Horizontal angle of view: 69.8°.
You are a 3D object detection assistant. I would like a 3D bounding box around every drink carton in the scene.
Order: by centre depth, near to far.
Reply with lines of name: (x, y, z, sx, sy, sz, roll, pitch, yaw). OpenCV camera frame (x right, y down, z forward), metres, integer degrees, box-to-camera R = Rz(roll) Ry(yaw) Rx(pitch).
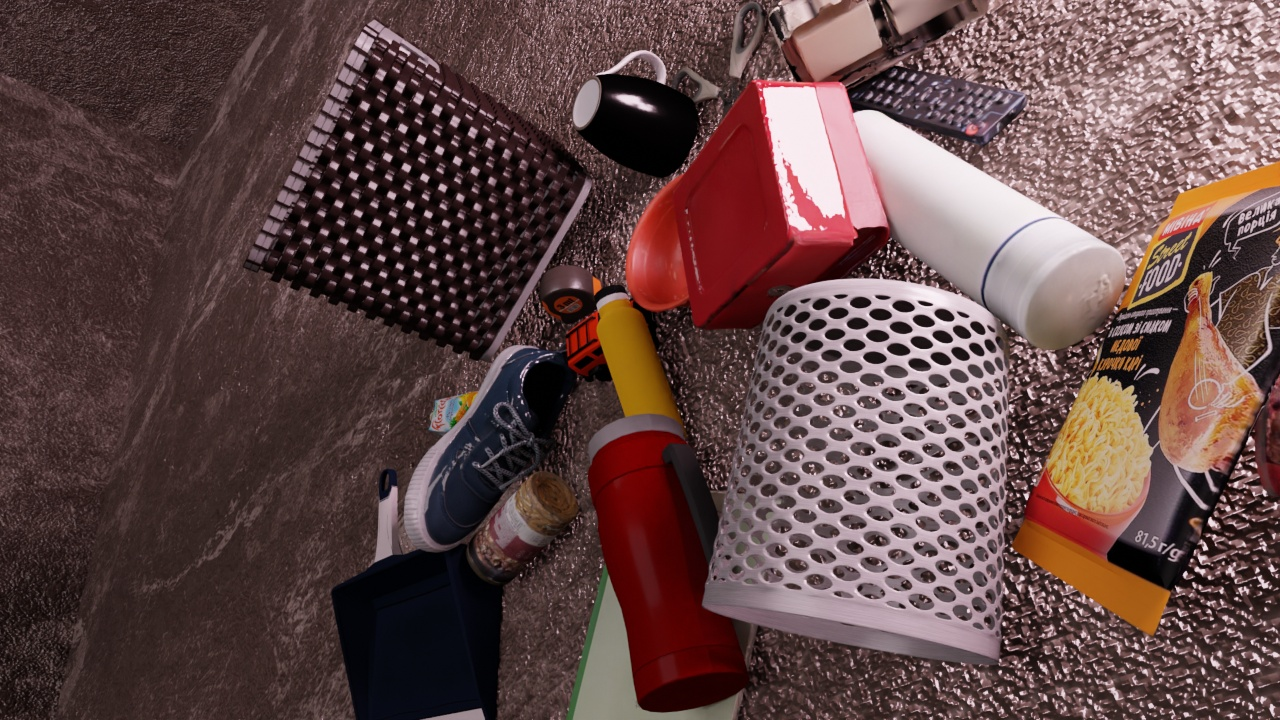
drink carton: (-0.185, 0.059, 1.001, 0.129, 0.038, 0.044, -12, 63, 48)

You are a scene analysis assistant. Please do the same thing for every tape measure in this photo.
tape measure: (-0.072, -0.069, 0.912, 0.058, 0.058, 0.038, -30, 50, 35)

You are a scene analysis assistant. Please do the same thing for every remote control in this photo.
remote control: (0.203, -0.184, 0.659, 0.047, 0.022, 0.150, -42, 39, -6)

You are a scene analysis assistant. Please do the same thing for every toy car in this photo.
toy car: (-0.028, -0.021, 0.840, 0.100, 0.048, 0.051, -34, 48, 36)

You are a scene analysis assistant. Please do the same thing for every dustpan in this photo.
dustpan: (-0.242, 0.248, 0.940, 0.237, 0.080, 0.272, -28, 52, 40)

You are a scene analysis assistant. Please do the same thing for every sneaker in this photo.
sneaker: (-0.130, 0.079, 0.864, 0.088, 0.089, 0.235, 2, 55, 45)

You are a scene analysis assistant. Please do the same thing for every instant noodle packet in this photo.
instant noodle packet: (0.252, 0.008, 0.439, 0.160, 0.032, 0.221, -17, -49, -87)

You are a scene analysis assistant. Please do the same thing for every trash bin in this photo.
trash bin: (0.128, 0.064, 0.524, 0.157, 0.156, 0.183, -9, 63, 48)

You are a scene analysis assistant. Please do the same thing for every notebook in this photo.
notebook: (0.015, 0.219, 0.700, 0.182, 0.010, 0.252, 0, 72, 50)

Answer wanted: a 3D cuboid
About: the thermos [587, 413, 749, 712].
thermos: (0.021, 0.133, 0.652, 0.108, 0.083, 0.198, -55, 38, 43)

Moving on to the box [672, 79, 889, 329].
box: (0.091, -0.105, 0.646, 0.158, 0.087, 0.128, 129, 136, -64)

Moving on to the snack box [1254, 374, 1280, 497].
snack box: (0.325, 0.030, 0.365, 0.121, 0.072, 0.072, 7, 78, 51)

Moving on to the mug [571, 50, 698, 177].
mug: (-0.009, -0.244, 0.874, 0.085, 0.100, 0.118, -15, 68, 53)

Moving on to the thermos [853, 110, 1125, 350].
thermos: (0.195, -0.091, 0.578, 0.068, 0.068, 0.230, -54, 35, 17)

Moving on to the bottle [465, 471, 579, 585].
bottle: (-0.109, 0.155, 0.845, 0.105, 0.056, 0.056, -47, 42, 25)

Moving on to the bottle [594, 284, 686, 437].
bottle: (-0.005, 0.004, 0.770, 0.043, 0.043, 0.143, -34, 66, 36)

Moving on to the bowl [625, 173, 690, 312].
bowl: (0.046, -0.096, 0.790, 0.131, 0.045, 0.130, -26, 53, 41)

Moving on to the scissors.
scissors: (0.081, -0.263, 0.861, 0.171, 0.012, 0.157, 25, 94, 52)

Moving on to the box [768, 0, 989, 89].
box: (0.139, -0.288, 0.621, 0.144, 0.187, 0.105, -26, 66, 16)

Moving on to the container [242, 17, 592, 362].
container: (-0.223, -0.173, 0.952, 0.246, 0.243, 0.247, -58, 22, 13)
